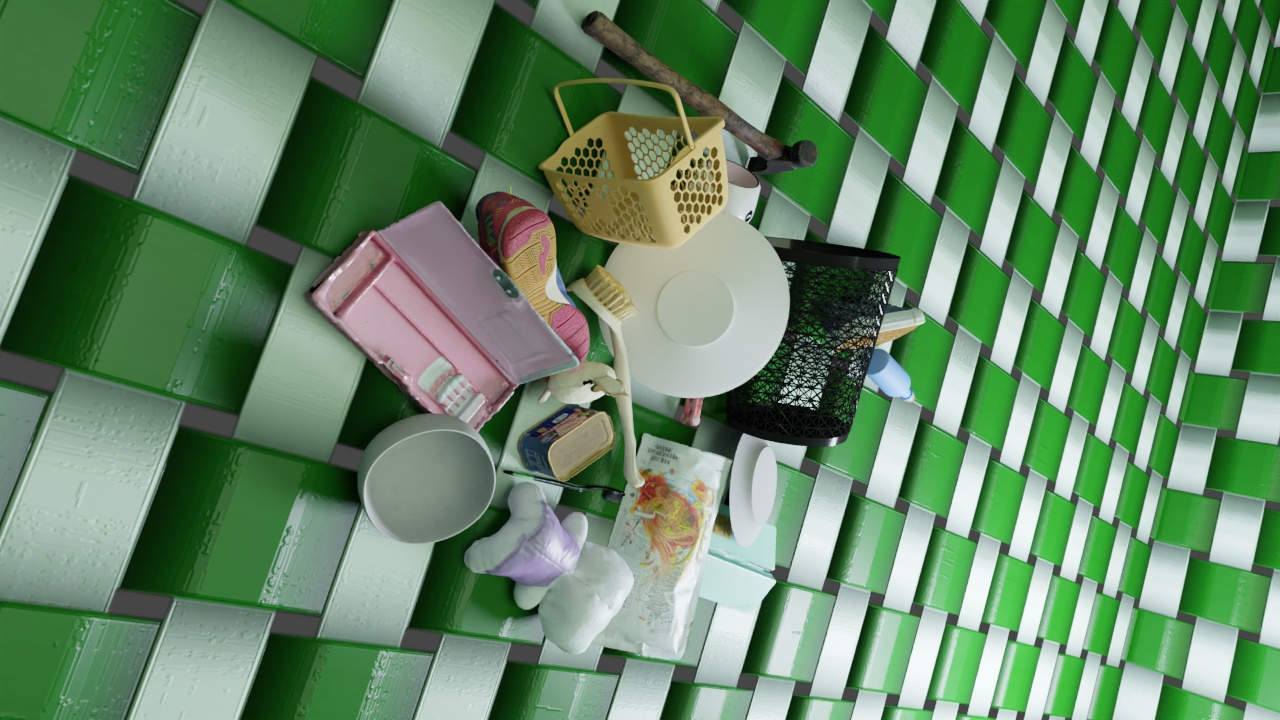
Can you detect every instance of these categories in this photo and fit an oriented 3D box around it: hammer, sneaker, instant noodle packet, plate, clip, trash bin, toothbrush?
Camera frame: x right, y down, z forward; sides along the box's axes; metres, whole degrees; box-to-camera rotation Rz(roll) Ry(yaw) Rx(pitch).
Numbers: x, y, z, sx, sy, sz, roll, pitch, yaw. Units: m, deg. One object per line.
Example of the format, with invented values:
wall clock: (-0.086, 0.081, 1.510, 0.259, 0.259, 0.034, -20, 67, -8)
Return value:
hammer: (0.063, -0.315, 1.107, 0.330, 0.120, 0.033, 26, 78, -32)
sneaker: (-0.116, -0.078, 0.987, 0.116, 0.091, 0.242, -38, 140, -24)
instant noodle packet: (0.027, 0.238, 1.164, 0.146, 0.057, 0.269, 18, 83, -19)
plate: (0.063, -0.063, 1.078, 0.229, 0.030, 0.229, 0, 103, -1)
clip: (0.064, 0.057, 1.208, 0.023, 0.041, 0.059, 23, 70, -45)
sneaker: (0.357, -0.069, 1.412, 0.234, 0.088, 0.079, -9, 71, -45)
trash bin: (0.209, -0.028, 1.202, 0.216, 0.217, 0.243, -5, 106, -42)
toothbrush: (-0.087, 0.149, 1.083, 0.187, 0.014, 0.017, 19, 92, -42)
plate: (0.163, 0.171, 1.266, 0.172, 0.019, 0.173, -13, 105, -63)

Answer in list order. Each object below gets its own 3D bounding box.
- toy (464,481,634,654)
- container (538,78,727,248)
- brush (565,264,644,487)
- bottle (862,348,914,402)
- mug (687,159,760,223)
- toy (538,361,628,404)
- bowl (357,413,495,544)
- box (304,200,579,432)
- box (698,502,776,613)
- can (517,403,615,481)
toy: (-0.090, 0.239, 1.051, 0.209, 0.086, 0.137, 50, 63, -30)
container: (-0.013, -0.219, 0.978, 0.129, 0.184, 0.167, -43, 130, -29)
brush: (-0.026, 0.022, 1.072, 0.062, 0.077, 0.272, -54, 134, -69)
bottle: (0.410, 0.031, 1.490, 0.131, 0.048, 0.048, 37, 72, -39)
mug: (0.105, -0.210, 1.160, 0.076, 0.090, 0.123, -65, 177, 34)
toy: (-0.062, 0.026, 1.008, 0.087, 0.113, 0.050, -7, 83, -50)
bowl: (-0.216, 0.111, 0.916, 0.131, 0.064, 0.132, -11, 119, -21)
box: (-0.193, -0.038, 0.914, 0.173, 0.075, 0.233, -34, 124, 5)
box: (0.125, 0.273, 1.276, 0.187, 0.056, 0.138, 28, 84, -42)
can: (-0.082, 0.092, 1.048, 0.099, 0.059, 0.054, -34, 118, -34)
